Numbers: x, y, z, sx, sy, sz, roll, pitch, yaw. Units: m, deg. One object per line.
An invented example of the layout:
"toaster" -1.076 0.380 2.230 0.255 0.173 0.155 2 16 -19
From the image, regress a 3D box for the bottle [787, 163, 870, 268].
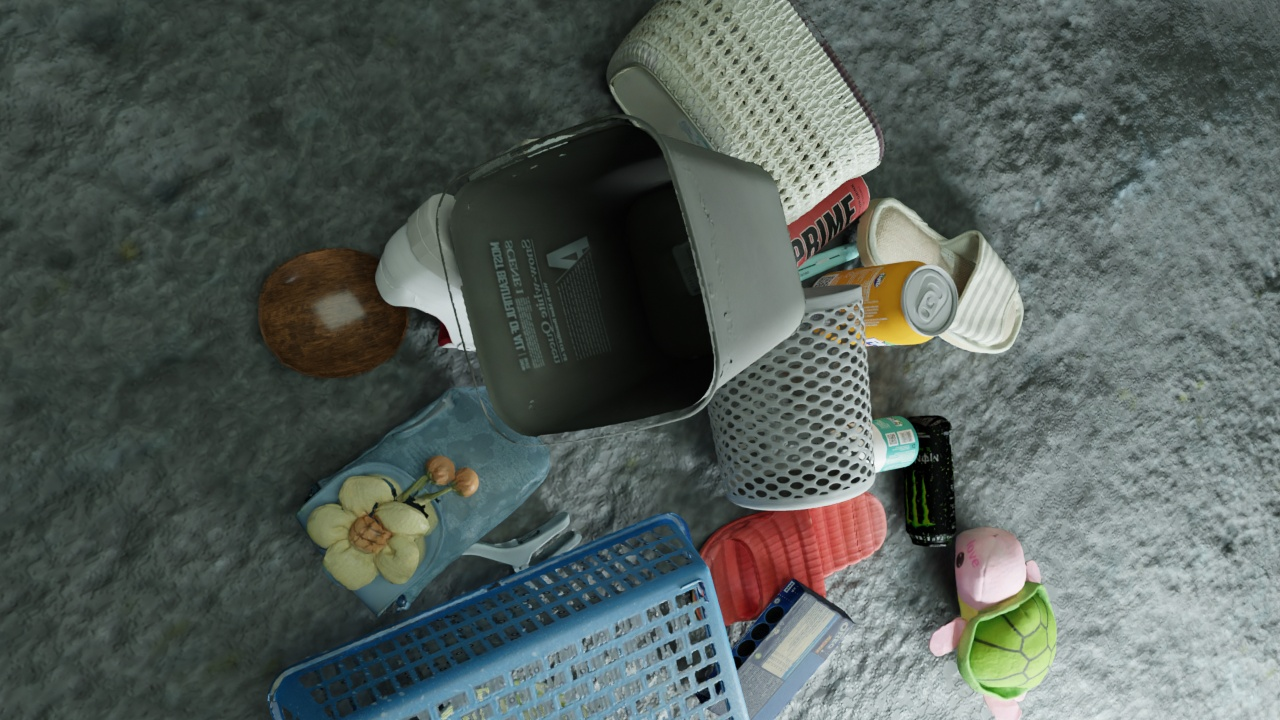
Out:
"bottle" 0.150 -0.126 0.909 0.176 0.062 0.062 -40 106 -21

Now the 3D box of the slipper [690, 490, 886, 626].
"slipper" 0.160 0.193 0.915 0.248 0.059 0.103 -17 98 -27

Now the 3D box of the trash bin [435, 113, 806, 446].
"trash bin" 0.005 -0.063 0.686 0.219 0.198 0.197 -19 96 -58

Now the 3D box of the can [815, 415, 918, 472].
"can" 0.236 0.090 0.954 0.101 0.055 0.055 -7 92 -26

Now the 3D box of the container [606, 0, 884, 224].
"container" 0.088 -0.230 0.819 0.143 0.185 0.251 -45 107 -11

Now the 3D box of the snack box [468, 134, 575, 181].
"snack box" -0.080 -0.156 0.746 0.081 0.150 0.026 -13 95 -25

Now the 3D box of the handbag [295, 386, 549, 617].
"handbag" -0.164 0.102 0.716 0.191 0.119 0.122 -37 84 -19

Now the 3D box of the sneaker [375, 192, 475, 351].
"sneaker" -0.118 -0.041 0.771 0.236 0.104 0.090 28 37 -46

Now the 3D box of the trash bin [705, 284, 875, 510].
"trash bin" 0.136 0.032 0.852 0.156 0.157 0.183 -12 97 -26

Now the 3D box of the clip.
"clip" -0.144 0.177 0.781 0.164 0.031 0.172 39 73 -23

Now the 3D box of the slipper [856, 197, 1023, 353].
"slipper" 0.337 -0.090 1.000 0.272 0.054 0.114 25 82 -30

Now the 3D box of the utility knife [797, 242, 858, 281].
"utility knife" 0.205 -0.110 0.965 0.147 0.015 0.022 -22 92 -28

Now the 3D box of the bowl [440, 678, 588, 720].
"bowl" -0.122 0.356 0.772 0.219 0.060 0.188 -6 92 -26

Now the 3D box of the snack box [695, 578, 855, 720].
"snack box" 0.131 0.288 0.885 0.082 0.027 0.150 37 96 -29

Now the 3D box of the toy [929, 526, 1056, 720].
"toy" 0.403 0.290 1.019 0.189 0.088 0.238 -21 105 -24

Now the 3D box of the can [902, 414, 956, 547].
"can" 0.311 0.129 0.992 0.053 0.054 0.137 -3 91 -27

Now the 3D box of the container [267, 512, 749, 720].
"container" -0.069 0.300 0.715 0.361 0.089 0.257 -18 97 -26

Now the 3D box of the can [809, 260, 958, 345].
"can" 0.235 -0.054 0.906 0.079 0.143 0.079 0 89 -27

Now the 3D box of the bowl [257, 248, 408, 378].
"bowl" -0.245 -0.037 0.732 0.114 0.026 0.102 -10 93 -27
